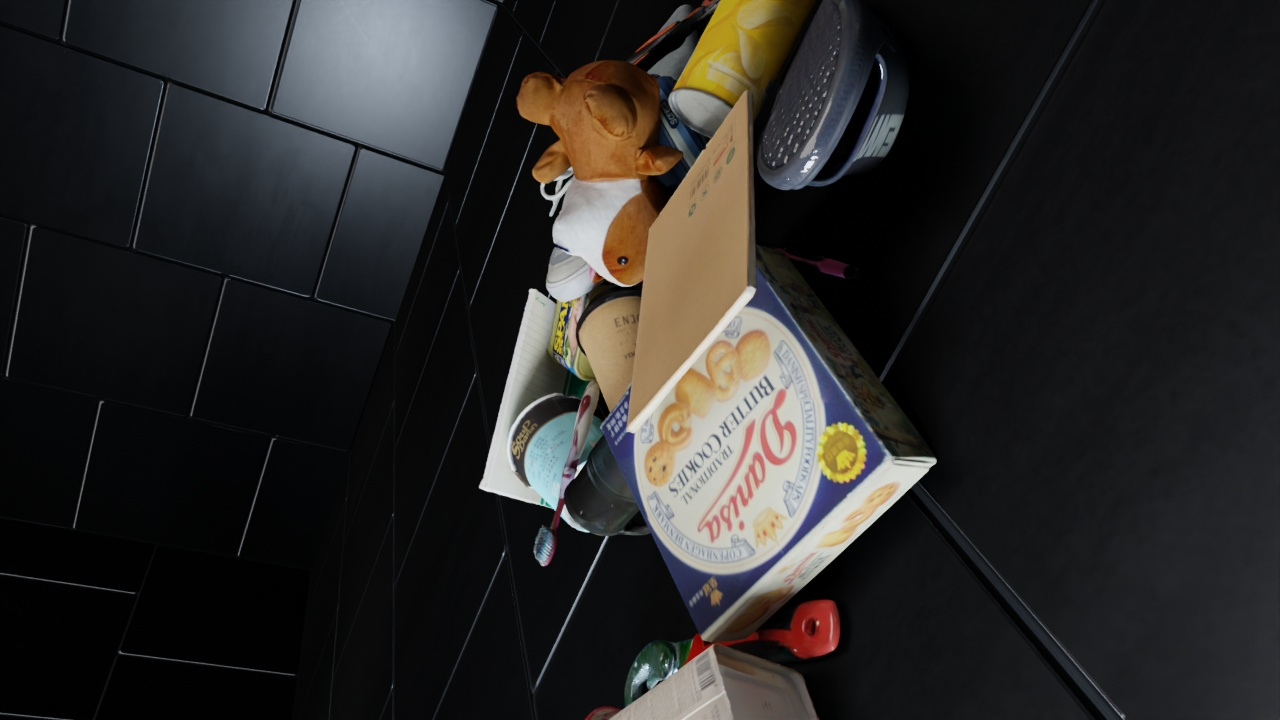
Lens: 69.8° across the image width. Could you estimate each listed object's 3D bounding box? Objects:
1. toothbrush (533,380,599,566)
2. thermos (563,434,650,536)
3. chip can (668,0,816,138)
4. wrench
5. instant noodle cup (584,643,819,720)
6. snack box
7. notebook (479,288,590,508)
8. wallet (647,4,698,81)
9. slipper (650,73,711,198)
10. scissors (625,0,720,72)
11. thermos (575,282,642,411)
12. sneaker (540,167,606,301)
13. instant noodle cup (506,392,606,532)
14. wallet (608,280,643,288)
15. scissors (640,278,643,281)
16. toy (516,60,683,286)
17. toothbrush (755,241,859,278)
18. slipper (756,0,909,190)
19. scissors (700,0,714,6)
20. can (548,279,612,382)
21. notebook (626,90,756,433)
[{"bbox_3d":[-0.064,0.091,0.801,0.016,0.017,0.187,-9,48,29],"label":"toothbrush"},{"bbox_3d":[0.034,0.048,0.721,0.243,0.090,0.068,-53,14,31],"label":"thermos"},{"bbox_3d":[0.099,-0.280,0.725,0.213,0.072,0.072,-63,20,-8],"label":"chip can"},{"bbox_3d":[0.053,0.207,0.640,0.274,0.016,0.056,-44,36,51],"label":"wrench"},{"bbox_3d":[0.040,0.240,0.538,0.124,0.116,0.116,-51,30,23],"label":"instant noodle cup"},{"bbox_3d":[0.066,0.050,0.583,0.178,0.045,0.182,-53,47,30],"label":"snack box"},{"bbox_3d":[-0.100,0.047,0.977,0.012,0.150,0.209,5,76,29],"label":"notebook"},{"bbox_3d":[0.030,-0.322,1.032,0.107,0.037,0.129,-39,40,39],"label":"wallet"},{"bbox_3d":[0.021,-0.206,0.863,0.095,0.105,0.252,-44,26,12],"label":"slipper"},{"bbox_3d":[0.038,-0.305,0.863,0.232,0.022,0.221,-43,19,-9],"label":"scissors"},{"bbox_3d":[-0.005,0.005,0.831,0.093,0.093,0.143,-57,34,36],"label":"thermos"},{"bbox_3d":[-0.043,-0.165,0.924,0.090,0.091,0.241,-14,38,38],"label":"sneaker"},{"bbox_3d":[-0.059,0.104,0.877,0.120,0.111,0.111,41,113,58],"label":"instant noodle cup"},{"bbox_3d":[-0.007,-0.091,0.973,0.108,0.031,0.131,10,84,66],"label":"wallet"},{"bbox_3d":[0.037,-0.086,0.821,0.135,0.017,0.133,-7,54,33],"label":"scissors"},{"bbox_3d":[-0.026,-0.142,0.765,0.140,0.130,0.200,26,143,41],"label":"toy"},{"bbox_3d":[0.114,-0.080,0.701,0.189,0.017,0.014,34,108,64],"label":"toothbrush"},{"bbox_3d":[0.143,-0.186,0.623,0.111,0.083,0.267,-60,7,33],"label":"slipper"},{"bbox_3d":[0.108,-0.369,0.902,0.223,0.015,0.188,-17,60,65],"label":"scissors"},{"bbox_3d":[-0.049,-0.034,0.928,0.083,0.057,0.102,-149,69,-65],"label":"can"},{"bbox_3d":[0.034,-0.070,0.615,0.148,0.008,0.207,-52,23,42],"label":"notebook"}]
